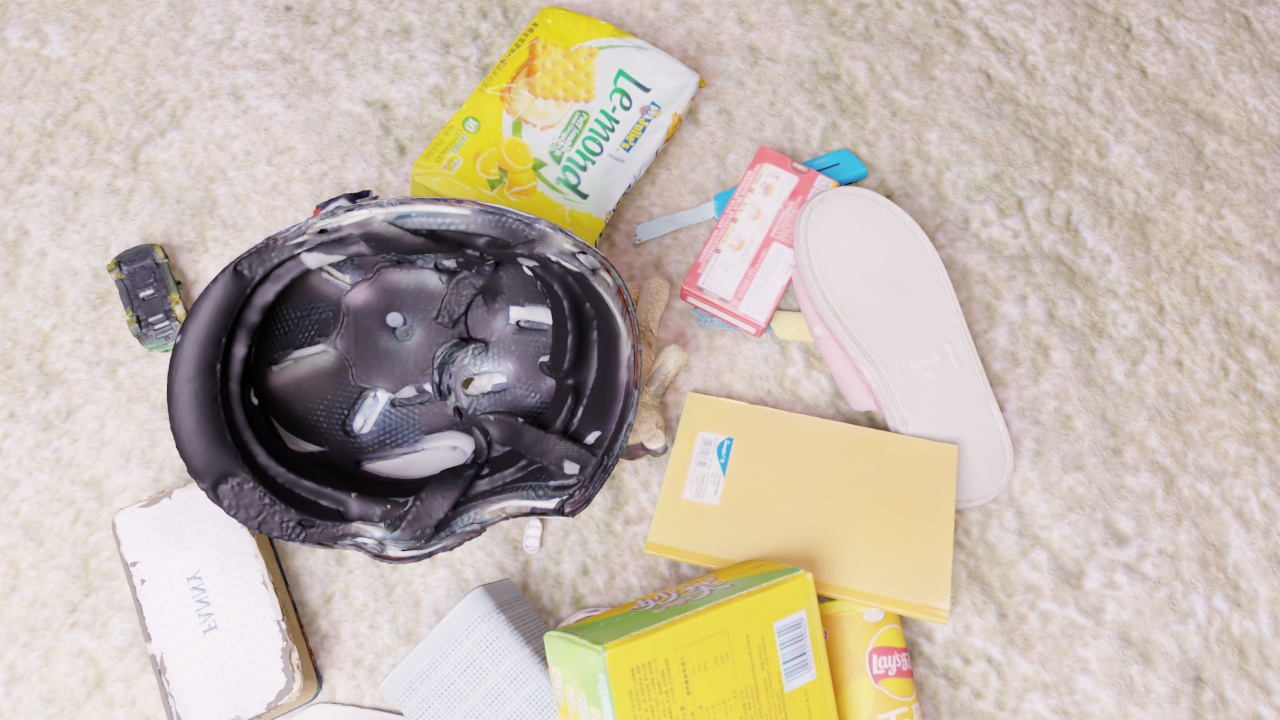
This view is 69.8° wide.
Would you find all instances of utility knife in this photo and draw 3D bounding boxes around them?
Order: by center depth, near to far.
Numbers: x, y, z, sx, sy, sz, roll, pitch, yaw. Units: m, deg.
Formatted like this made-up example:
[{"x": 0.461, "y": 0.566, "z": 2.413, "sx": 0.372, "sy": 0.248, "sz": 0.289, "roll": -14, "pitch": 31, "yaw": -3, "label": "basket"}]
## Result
[{"x": 0.149, "y": -0.029, "z": 0.754, "sx": 0.216, "sy": 0.022, "sz": 0.031, "roll": 6, "pitch": 66, "yaw": -10, "label": "utility knife"}, {"x": 0.094, "y": -0.140, "z": 0.794, "sx": 0.218, "sy": 0.018, "sz": 0.034, "roll": -20, "pitch": 72, "yaw": -11, "label": "utility knife"}]

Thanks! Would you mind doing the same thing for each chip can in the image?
[{"x": 0.159, "y": 0.267, "z": 0.610, "sx": 0.072, "sy": 0.072, "sz": 0.213, "roll": -6, "pitch": 70, "yaw": -7, "label": "chip can"}]

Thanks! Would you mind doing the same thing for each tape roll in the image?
[{"x": -0.027, "y": 0.217, "z": 0.643, "sx": 0.086, "sy": 0.014, "sz": 0.085, "roll": 2, "pitch": 68, "yaw": -5, "label": "tape roll"}]

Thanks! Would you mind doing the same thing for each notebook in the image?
[{"x": 0.119, "y": 0.098, "z": 0.655, "sx": 0.206, "sy": 0.010, "sz": 0.145, "roll": 11, "pitch": 51, "yaw": 9, "label": "notebook"}]

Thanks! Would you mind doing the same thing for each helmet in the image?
[{"x": -0.143, "y": -0.003, "z": 0.596, "sx": 0.273, "sy": 0.157, "sz": 0.230, "roll": -9, "pitch": 110, "yaw": -12, "label": "helmet"}]

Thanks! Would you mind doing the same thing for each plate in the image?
[{"x": -0.174, "y": 0.311, "z": 0.582, "sx": 0.164, "sy": 0.034, "sz": 0.163, "roll": 11, "pitch": 68, "yaw": 0, "label": "plate"}]

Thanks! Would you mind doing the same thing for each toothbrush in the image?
[{"x": -0.071, "y": 0.057, "z": 0.701, "sx": 0.016, "sy": 0.016, "sz": 0.179, "roll": 10, "pitch": 67, "yaw": -8, "label": "toothbrush"}]

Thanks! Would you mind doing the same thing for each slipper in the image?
[{"x": 0.204, "y": -0.010, "z": 0.725, "sx": 0.114, "sy": 0.054, "sz": 0.274, "roll": -27, "pitch": 87, "yaw": -7, "label": "slipper"}]

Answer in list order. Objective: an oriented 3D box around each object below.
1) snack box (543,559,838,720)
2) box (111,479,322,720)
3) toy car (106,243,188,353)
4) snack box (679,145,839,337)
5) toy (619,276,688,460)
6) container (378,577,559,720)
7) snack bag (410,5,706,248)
[{"x": 0.041, "y": 0.242, "z": 0.546, "sx": 0.157, "sy": 0.070, "sz": 0.210, "roll": -11, "pitch": 92, "yaw": -33, "label": "snack box"}, {"x": -0.287, "y": 0.160, "z": 0.619, "sx": 0.089, "sy": 0.062, "sz": 0.184, "roll": -21, "pitch": 70, "yaw": -13, "label": "box"}, {"x": -0.374, "y": -0.048, "z": 0.705, "sx": 0.043, "sy": 0.036, "sz": 0.091, "roll": -24, "pitch": 73, "yaw": -13, "label": "toy car"}, {"x": 0.099, "y": -0.100, "z": 0.756, "sx": 0.075, "sy": 0.025, "sz": 0.152, "roll": 27, "pitch": 71, "yaw": 7, "label": "snack box"}, {"x": -0.004, "y": 0.004, "z": 0.710, "sx": 0.105, "sy": 0.066, "sz": 0.157, "roll": -9, "pitch": 61, "yaw": 26, "label": "toy"}, {"x": -0.088, "y": 0.213, "z": 0.589, "sx": 0.111, "sy": 0.090, "sz": 0.090, "roll": 44, "pitch": 89, "yaw": 12, "label": "container"}, {"x": -0.067, "y": -0.182, "z": 0.769, "sx": 0.158, "sy": 0.068, "sz": 0.246, "roll": 29, "pitch": 69, "yaw": 7, "label": "snack bag"}]
